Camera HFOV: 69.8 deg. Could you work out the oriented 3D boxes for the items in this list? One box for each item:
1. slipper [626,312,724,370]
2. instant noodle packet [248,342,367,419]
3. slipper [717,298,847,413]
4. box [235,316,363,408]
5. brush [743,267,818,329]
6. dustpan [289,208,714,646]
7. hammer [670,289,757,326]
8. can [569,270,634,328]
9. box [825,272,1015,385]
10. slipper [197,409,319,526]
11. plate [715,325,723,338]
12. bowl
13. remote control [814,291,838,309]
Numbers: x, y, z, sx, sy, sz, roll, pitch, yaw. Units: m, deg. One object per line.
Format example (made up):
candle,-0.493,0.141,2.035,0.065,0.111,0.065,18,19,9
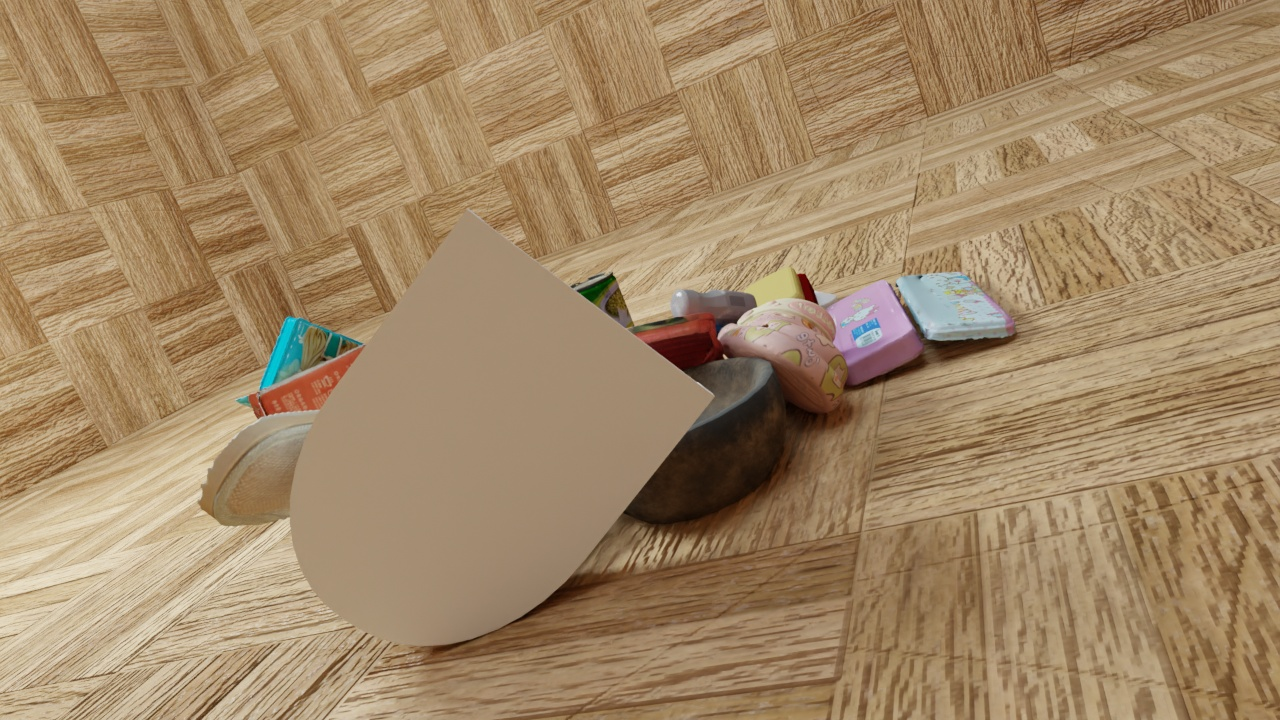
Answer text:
slipper,0.025,0.015,0.827,0.103,0.059,0.249,-14,-14,1
instant noodle packet,-0.281,0.062,0.996,0.220,0.164,0.084,-29,13,-27
slipper,0.124,-0.017,0.782,0.081,0.093,0.197,-51,12,-3
box,-0.346,0.055,1.081,0.168,0.227,0.086,-47,47,14
brush,0.151,-0.059,1.012,0.082,0.042,0.173,-27,15,14
dustpan,-0.109,0.062,0.601,0.258,0.191,0.053,-52,12,6
hammer,0.005,-0.013,0.995,0.126,0.029,0.325,-1,-15,-35
can,-0.042,-0.041,1.120,0.067,0.121,0.067,-21,14,5
box,0.247,-0.040,0.844,0.151,0.041,0.213,-15,14,12
slipper,-0.210,0.086,0.694,0.054,0.114,0.272,29,4,22
plate,-0.006,0.006,0.945,0.224,0.024,0.224,-9,-11,-2
bowl,0.035,0.062,0.689,0.162,0.070,0.162,-21,13,5
remote control,0.193,-0.069,1.088,0.043,0.013,0.136,-24,13,-9
